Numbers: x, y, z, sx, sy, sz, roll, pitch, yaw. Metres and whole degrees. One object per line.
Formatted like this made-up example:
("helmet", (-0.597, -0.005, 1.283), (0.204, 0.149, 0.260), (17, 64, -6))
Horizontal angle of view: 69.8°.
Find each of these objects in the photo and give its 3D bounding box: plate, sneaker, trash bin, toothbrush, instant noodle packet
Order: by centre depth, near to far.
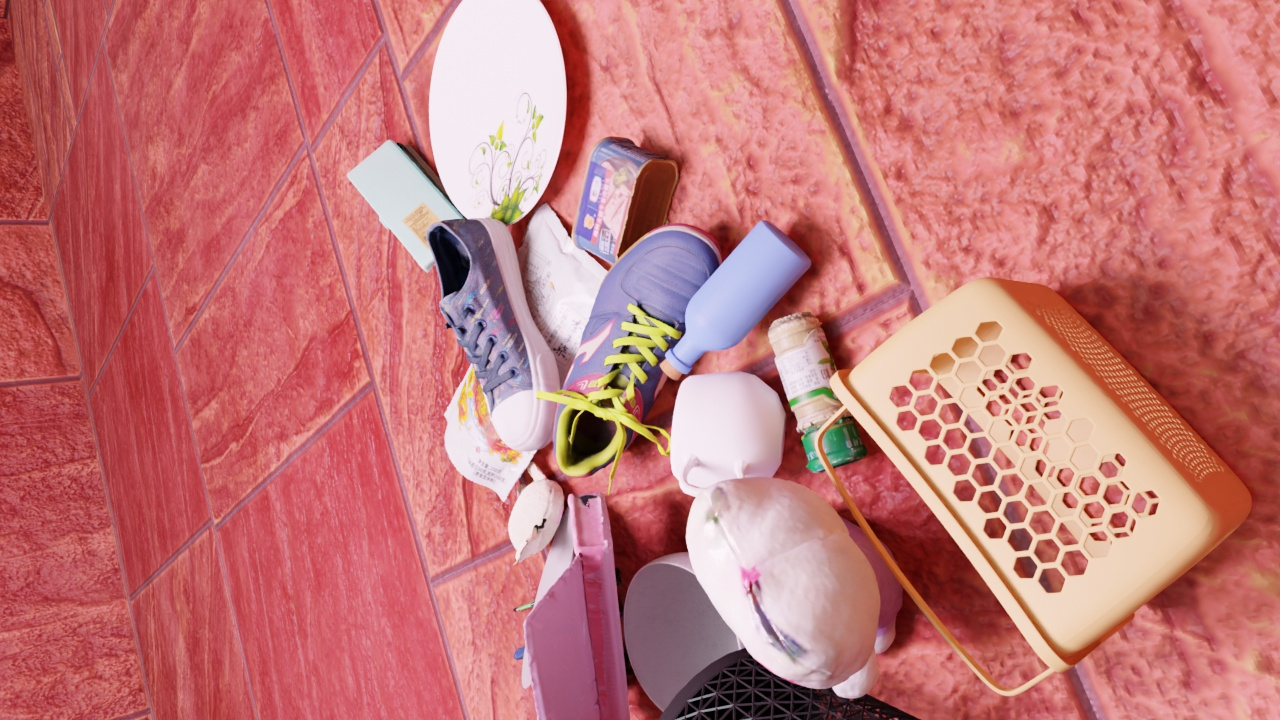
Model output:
("trash bin", (0.131, 0.307, 0.559), (0.243, 0.216, 0.217), (22, 111, 51))
("sneaker", (-0.005, 0.004, 0.731), (0.116, 0.090, 0.242), (29, 125, 3))
("sneaker", (-0.143, -0.026, 0.836), (0.088, 0.079, 0.235), (-32, 68, 37))
("plate", (-0.074, 0.213, 0.839), (0.173, 0.019, 0.173), (-164, 91, -81))
("plate", (-0.133, -0.244, 0.887), (0.230, 0.030, 0.229), (9, 102, 46))
("instant noodle packet", (-0.116, -0.003, 0.891), (0.147, 0.057, 0.270), (47, 122, 31))
("toothbrush", (-0.076, 0.232, 0.905), (0.189, 0.014, 0.017), (-32, 79, 45))
("toothbrush", (-0.075, 0.268, 0.908), (0.191, 0.016, 0.017), (-38, 61, 44))

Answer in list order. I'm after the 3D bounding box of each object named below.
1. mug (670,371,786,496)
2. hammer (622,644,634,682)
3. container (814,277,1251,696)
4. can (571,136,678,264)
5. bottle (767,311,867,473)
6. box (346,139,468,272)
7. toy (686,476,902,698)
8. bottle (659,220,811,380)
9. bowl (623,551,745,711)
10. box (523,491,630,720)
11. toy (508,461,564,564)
("mug", (0.062, 0.061, 0.656), (0.076, 0.123, 0.090), (5, 119, 13))
("hammer", (-0.088, 0.387, 0.928), (0.120, 0.033, 0.331), (51, 128, 31))
("container", (0.196, 0.067, 0.501), (0.167, 0.129, 0.183), (-51, 59, 30))
("can", (-0.012, -0.127, 0.757), (0.059, 0.053, 0.100), (34, 120, 37))
("bottle", (0.121, 0.022, 0.641), (0.043, 0.042, 0.110), (-29, 73, 46))
("box", (-0.250, -0.166, 0.991), (0.188, 0.079, 0.078), (49, 127, 31))
("toy", (0.107, 0.135, 0.564), (0.086, 0.209, 0.137), (-42, 65, 12))
("bottle", (0.062, -0.038, 0.662), (0.131, 0.048, 0.048), (-48, 59, 17))
("bowl", (0.053, 0.215, 0.724), (0.132, 0.064, 0.132), (8, 102, 47))
("box", (-0.037, 0.243, 0.715), (0.055, 0.179, 0.233), (-1, 114, 9))
("toy", (-0.103, 0.154, 0.893), (0.087, 0.050, 0.112), (-61, 29, 32))
